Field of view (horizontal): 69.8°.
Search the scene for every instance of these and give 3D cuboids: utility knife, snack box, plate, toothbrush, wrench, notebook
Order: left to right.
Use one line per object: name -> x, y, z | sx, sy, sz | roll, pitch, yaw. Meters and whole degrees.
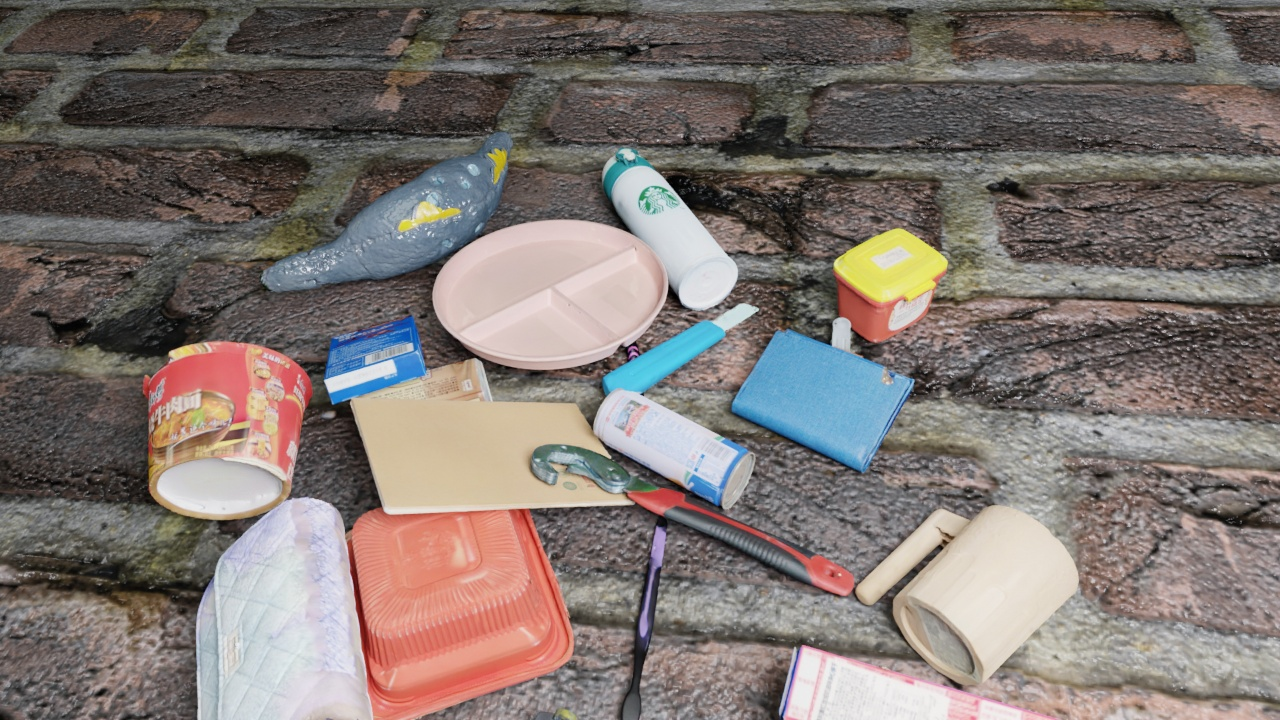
snack box -> -0.250, -0.005, 0.865 | 0.084, 0.026, 0.157 | -18, 19, -10
notebook -> -0.121, 0.074, 0.757 | 0.207, 0.008, 0.147 | 3, 29, -30
plate -> -0.087, -0.067, 0.904 | 0.229, 0.028, 0.229 | -1, 42, 1
toothbrush -> -0.005, 0.005, 0.882 | 0.014, 0.018, 0.188 | -5, 48, -2
toothbrush -> 0.004, 0.199, 0.705 | 0.014, 0.017, 0.188 | 11, 45, 1
utility knife -> 0.042, -0.012, 0.885 | 0.198, 0.018, 0.034 | -31, 61, -29
wrench -> 0.040, 0.124, 0.733 | 0.273, 0.016, 0.056 | 21, 27, 9
snack box -> 0.237, -0.069, 0.880 | 0.091, 0.080, 0.082 | -28, 49, -19
snack box -> 0.197, 0.249, 0.603 | 0.208, 0.057, 0.058 | 12, 52, 17

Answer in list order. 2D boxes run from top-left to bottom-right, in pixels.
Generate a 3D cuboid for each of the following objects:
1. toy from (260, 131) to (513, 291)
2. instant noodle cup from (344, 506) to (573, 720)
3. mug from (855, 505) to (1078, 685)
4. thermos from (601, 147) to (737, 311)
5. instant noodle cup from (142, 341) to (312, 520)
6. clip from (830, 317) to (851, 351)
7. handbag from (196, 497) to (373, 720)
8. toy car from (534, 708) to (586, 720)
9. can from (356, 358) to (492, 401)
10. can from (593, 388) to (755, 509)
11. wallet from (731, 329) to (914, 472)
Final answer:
toy -> -0.246, -0.161, 1.016 | 0.138, 0.091, 0.355 | 23, 50, 40
instant noodle cup -> -0.150, 0.166, 0.706 | 0.164, 0.079, 0.188 | -16, 42, -14
mug -> 0.234, 0.163, 0.673 | 0.103, 0.084, 0.125 | -35, 28, -22
thermos -> 0.023, -0.149, 0.985 | 0.073, 0.073, 0.224 | -21, 48, -13
instant noodle cup -> -0.356, 0.067, 0.793 | 0.138, 0.138, 0.108 | -10, 55, -4
clip -> 0.191, -0.013, 0.878 | 0.025, 0.031, 0.057 | 3, 56, 12
handbag -> -0.253, 0.208, 0.645 | 0.134, 0.075, 0.193 | -42, 46, 14
toy car -> -0.034, 0.270, 0.624 | 0.090, 0.035, 0.042 | 11, 51, 16
can -> -0.196, 0.039, 0.842 | 0.116, 0.059, 0.058 | -15, 47, -8
can -> 0.027, 0.073, 0.785 | 0.135, 0.053, 0.053 | 26, 55, 23
wallet -> 0.163, 0.031, 0.823 | 0.133, 0.040, 0.106 | 25, 65, 25
